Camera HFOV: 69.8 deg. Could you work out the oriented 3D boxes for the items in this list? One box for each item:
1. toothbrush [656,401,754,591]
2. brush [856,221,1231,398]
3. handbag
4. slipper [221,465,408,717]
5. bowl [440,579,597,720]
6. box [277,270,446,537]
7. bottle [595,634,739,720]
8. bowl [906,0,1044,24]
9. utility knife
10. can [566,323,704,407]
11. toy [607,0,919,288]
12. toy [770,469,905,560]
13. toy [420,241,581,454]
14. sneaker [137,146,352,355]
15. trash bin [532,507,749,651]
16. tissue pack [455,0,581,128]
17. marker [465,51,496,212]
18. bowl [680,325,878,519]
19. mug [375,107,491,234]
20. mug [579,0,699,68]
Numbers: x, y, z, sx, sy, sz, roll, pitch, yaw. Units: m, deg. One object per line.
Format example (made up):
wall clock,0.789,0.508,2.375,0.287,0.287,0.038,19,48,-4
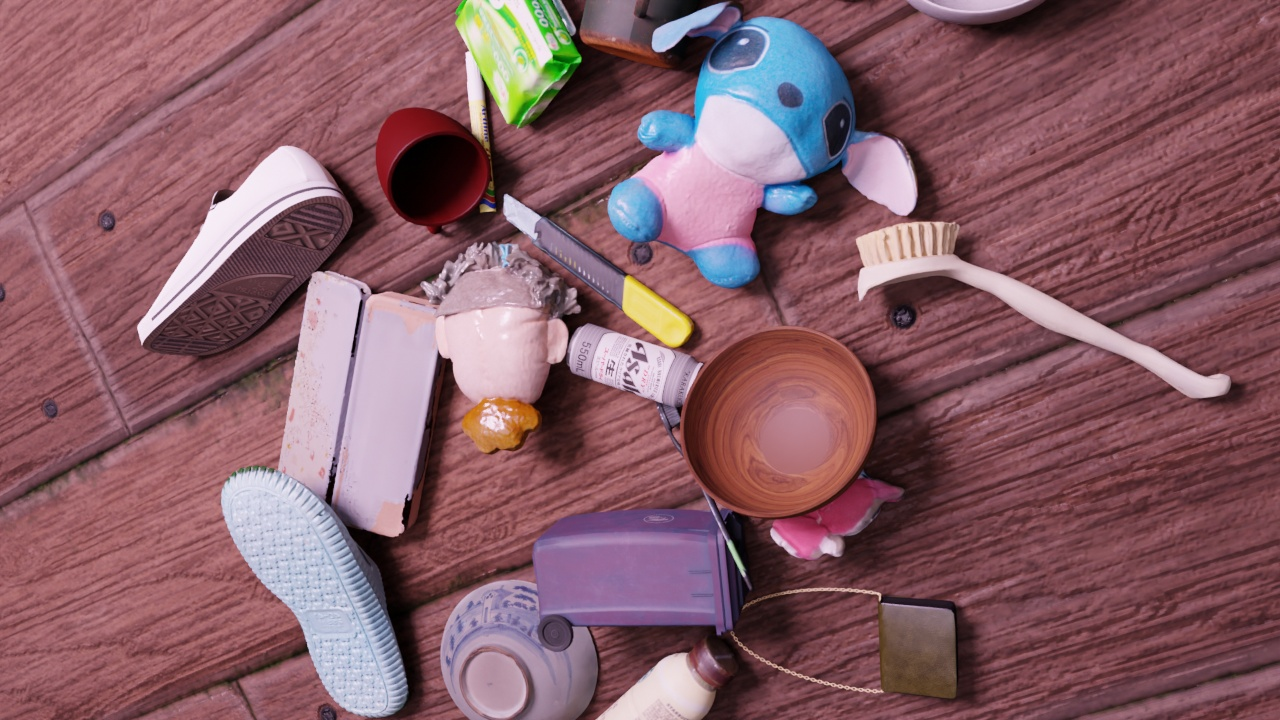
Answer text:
toothbrush,0.049,0.095,0.699,0.017,0.014,0.188,-32,48,6
brush,0.281,-0.034,0.652,0.272,0.062,0.077,22,107,9
handbag,0.160,0.222,0.736,0.178,0.027,0.084,-1,97,22
slipper,-0.280,0.206,0.838,0.116,0.069,0.276,-9,111,24
bowl,-0.117,0.272,0.804,0.151,0.056,0.151,2,97,17
box,-0.254,0.039,0.827,0.157,0.063,0.216,18,102,25
bottle,0.013,0.293,0.768,0.056,0.056,0.162,46,106,7
bowl,0.233,-0.295,0.623,0.132,0.064,0.132,2,97,16
utility knife,-0.039,-0.076,0.756,0.198,0.020,0.029,37,104,8
can,-0.004,0.004,0.743,0.107,0.044,0.044,18,101,14
toy,0.083,-0.146,0.675,0.224,0.098,0.192,30,108,-17
toy,0.148,0.116,0.711,0.102,0.050,0.065,-39,62,-11
toy,-0.110,-0.011,0.749,0.133,0.076,0.176,-1,83,25
sneaker,-0.367,-0.101,0.824,0.246,0.091,0.097,-39,66,22
trash bin,0.004,0.172,0.738,0.161,0.093,0.092,-5,95,15
tissue pack,-0.097,-0.254,0.722,0.100,0.034,0.114,-33,83,54
marker,-0.135,-0.192,0.774,0.014,0.014,0.132,-3,96,17
bowl,0.110,0.054,0.693,0.147,0.069,0.147,-11,63,22
mug,-0.181,-0.160,0.765,0.088,0.087,0.114,52,150,38
mug,0.002,-0.266,0.673,0.085,0.111,0.081,14,103,-5
